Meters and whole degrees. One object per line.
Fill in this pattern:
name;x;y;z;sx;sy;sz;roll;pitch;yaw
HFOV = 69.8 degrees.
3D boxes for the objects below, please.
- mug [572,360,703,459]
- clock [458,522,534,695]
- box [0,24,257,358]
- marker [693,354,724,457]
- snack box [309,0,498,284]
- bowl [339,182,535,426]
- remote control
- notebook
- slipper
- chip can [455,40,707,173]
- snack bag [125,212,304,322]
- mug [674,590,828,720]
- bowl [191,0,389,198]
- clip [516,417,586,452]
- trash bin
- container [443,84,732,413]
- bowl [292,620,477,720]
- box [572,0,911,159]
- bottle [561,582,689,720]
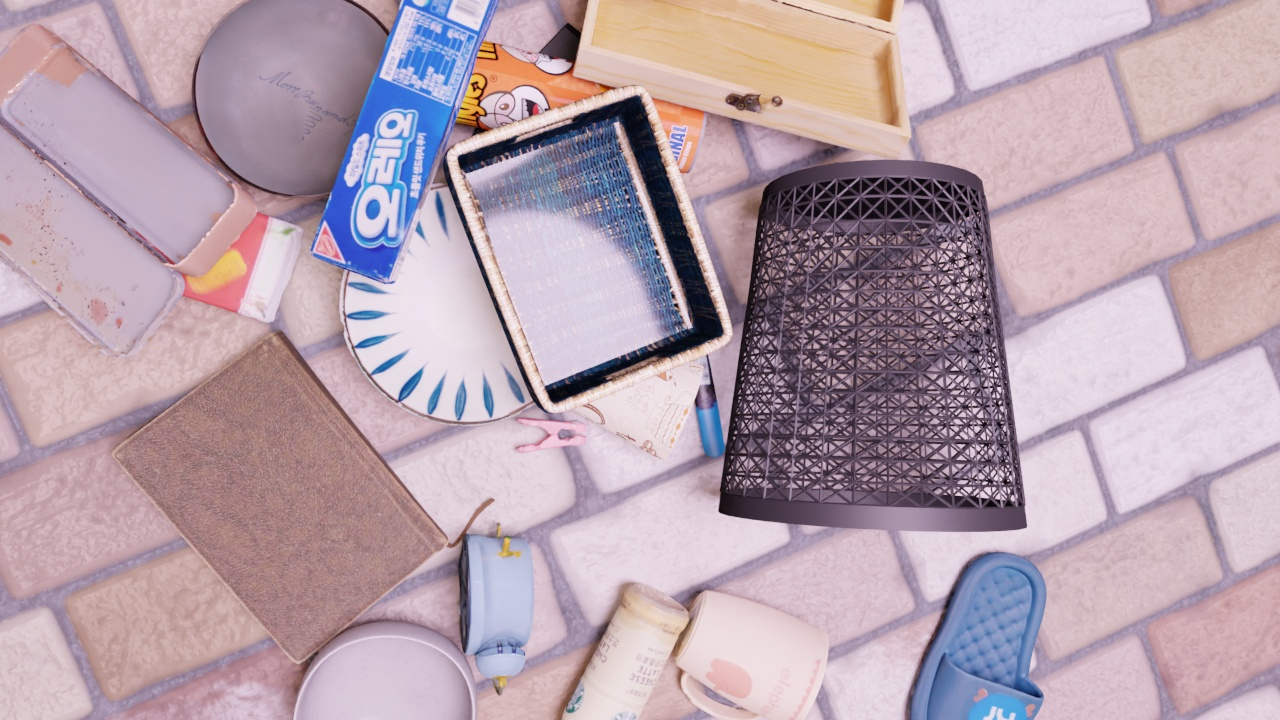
mug;-0.004;0.004;0.722;0.097;0.081;0.121;23;69;-2
clock;-0.111;0.190;0.697;0.051;0.089;0.124;1;89;-16
box;-0.389;-0.118;0.637;0.216;0.043;0.148;38;82;9
marker;0.051;0.019;0.755;0.018;0.015;0.123;-10;91;-12
snack box;-0.154;-0.165;0.616;0.059;0.059;0.226;19;91;-11
bowl;-0.130;-0.042;0.693;0.177;0.071;0.177;0;92;-9
remote control;-0.085;-0.212;0.725;0.039;0.010;0.124;38;86;-9
notebook;-0.249;0.092;0.697;0.190;0.034;0.215;-37;97;-7
slipper;0.293;0.269;0.781;0.104;0.059;0.213;14;88;-7
chip can;-0.059;-0.194;0.691;0.210;0.062;0.062;11;90;-10
snack bag;-0.319;-0.081;0.678;0.116;0.036;0.077;18;89;-10
mug;0.080;0.245;0.740;0.104;0.085;0.112;25;117;0
bowl;-0.244;-0.190;0.676;0.150;0.057;0.150;0;92;-10
clip;-0.071;0.063;0.732;0.057;0.022;0.035;0;88;-11
trash bin;0.170;-0.006;0.684;0.217;0.217;0.243;3;85;-10
container;-0.037;-0.075;0.633;0.145;0.071;0.187;-22;98;-12
bowl;-0.191;0.260;0.696;0.131;0.064;0.132;-1;93;-10
box;0.087;-0.288;0.708;0.247;0.097;0.260;12;66;-8
bottle;-0.020;0.261;0.729;0.056;0.056;0.162;28;87;-9
